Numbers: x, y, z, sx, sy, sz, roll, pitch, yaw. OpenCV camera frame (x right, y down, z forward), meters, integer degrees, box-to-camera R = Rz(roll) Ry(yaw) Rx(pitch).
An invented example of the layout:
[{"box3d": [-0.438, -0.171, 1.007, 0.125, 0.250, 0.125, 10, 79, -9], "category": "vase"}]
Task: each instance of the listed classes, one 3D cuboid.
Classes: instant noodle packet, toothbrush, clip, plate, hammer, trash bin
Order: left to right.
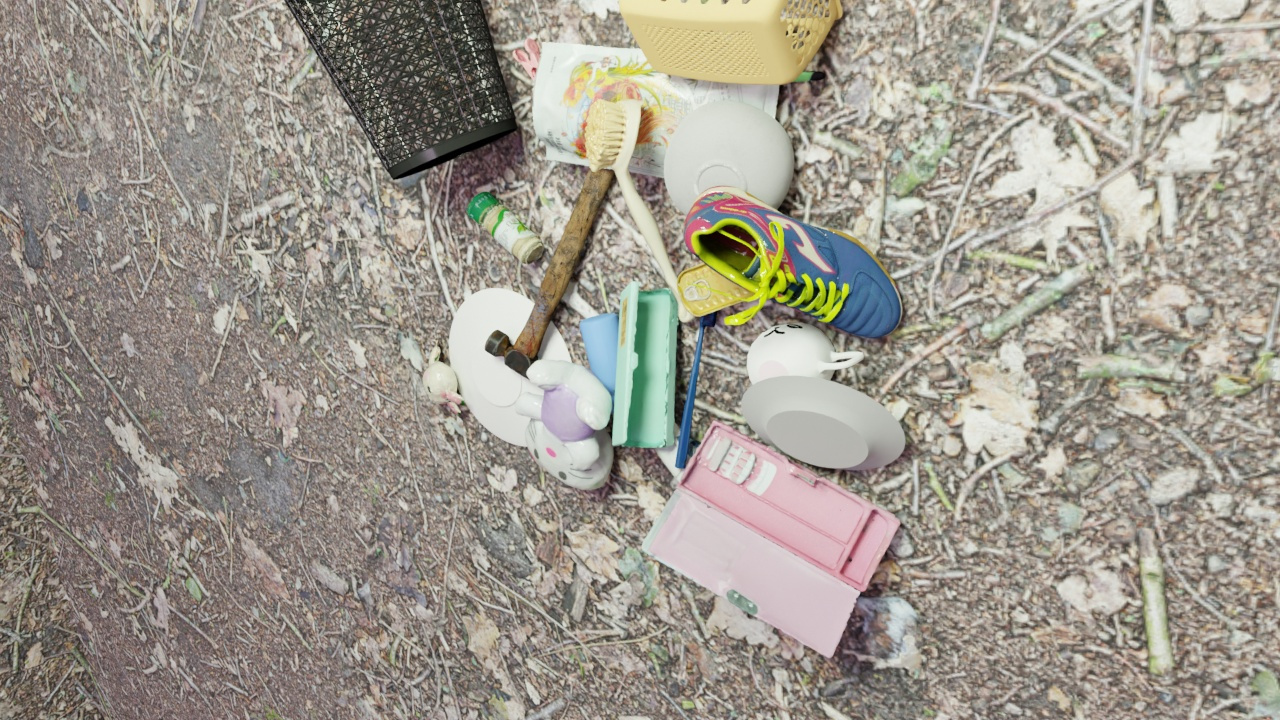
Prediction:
[{"box3d": [-0.267, -0.356, 1.070, 0.217, 0.216, 0.243, -12, 106, 38], "category": "trash bin"}, {"box3d": [-0.189, 0.016, 1.258, 0.230, 0.030, 0.230, 13, 115, 31], "category": "plate"}, {"box3d": [-0.129, -0.347, 1.084, 0.035, 0.022, 0.057, -28, 92, 36], "category": "clip"}, {"box3d": [-0.088, -0.115, 1.125, 0.120, 0.033, 0.331, 31, 119, 8], "category": "hammer"}, {"box3d": [0.013, -0.260, 0.979, 0.269, 0.057, 0.147, 13, 124, 21], "category": "instant noodle packet"}, {"box3d": [0.063, 0.030, 1.046, 0.017, 0.016, 0.190, 10, 88, 24], "category": "toothbrush"}, {"box3d": [0.099, -0.290, 0.945, 0.188, 0.017, 0.014, 9, 121, 32], "category": "toothbrush"}, {"box3d": [0.186, 0.075, 0.956, 0.173, 0.019, 0.173, 17, 149, 11], "category": "plate"}]

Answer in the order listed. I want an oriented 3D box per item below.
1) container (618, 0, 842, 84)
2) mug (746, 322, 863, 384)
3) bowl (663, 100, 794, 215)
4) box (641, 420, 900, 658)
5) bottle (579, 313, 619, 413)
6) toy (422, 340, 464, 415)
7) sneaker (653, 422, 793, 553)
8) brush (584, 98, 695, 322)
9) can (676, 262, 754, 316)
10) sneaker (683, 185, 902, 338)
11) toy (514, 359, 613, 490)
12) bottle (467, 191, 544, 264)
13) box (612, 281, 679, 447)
[{"box3d": [0.092, -0.359, 0.864, 0.184, 0.129, 0.166, 15, 74, 30], "category": "container"}, {"box3d": [0.172, 0.005, 0.965, 0.124, 0.076, 0.090, -5, 104, 37], "category": "mug"}, {"box3d": [0.086, -0.190, 0.931, 0.132, 0.064, 0.132, 9, 127, 12], "category": "bowl"}, {"box3d": [0.141, 0.189, 1.001, 0.233, 0.179, 0.055, 30, 167, 11], "category": "box"}, {"box3d": [-0.037, 0.010, 1.135, 0.048, 0.047, 0.131, -5, 104, 37], "category": "bottle"}, {"box3d": [-0.287, 0.029, 1.317, 0.112, 0.050, 0.087, 60, 159, 5], "category": "toy"}, {"box3d": [0.101, 0.143, 1.082, 0.079, 0.087, 0.235, -44, 74, 3], "category": "sneaker"}, {"box3d": [0.007, -0.155, 0.992, 0.077, 0.062, 0.272, -23, 118, -1], "category": "brush"}, {"box3d": [0.096, -0.089, 0.995, 0.100, 0.058, 0.054, -18, 96, 38], "category": "can"}, {"box3d": [0.148, -0.077, 0.896, 0.242, 0.090, 0.116, 27, 124, -7], "category": "sneaker"}, {"box3d": [-0.090, 0.079, 1.150, 0.138, 0.085, 0.210, 34, 148, 15], "category": "toy"}, {"box3d": [-0.172, -0.167, 1.169, 0.110, 0.042, 0.043, 42, 126, 15], "category": "bottle"}, {"box3d": [-0.011, 0.006, 1.053, 0.078, 0.079, 0.188, -2, 82, 38], "category": "box"}]
